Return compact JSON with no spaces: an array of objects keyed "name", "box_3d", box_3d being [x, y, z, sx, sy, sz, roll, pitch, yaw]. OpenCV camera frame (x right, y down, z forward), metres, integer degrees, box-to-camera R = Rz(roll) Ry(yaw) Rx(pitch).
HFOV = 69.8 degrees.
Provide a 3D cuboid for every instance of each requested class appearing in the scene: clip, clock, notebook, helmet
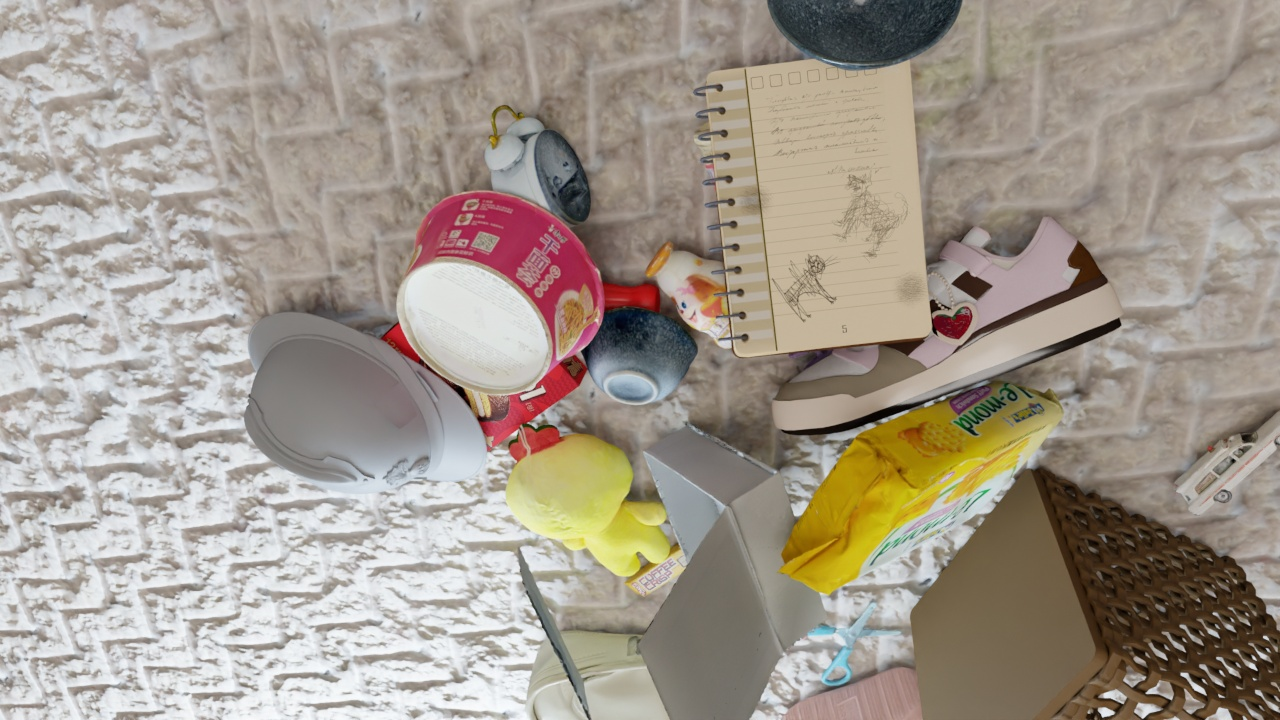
[{"name":"clip","box_3d":[0.163,-0.008,0.837,0.051,0.013,0.032,-32,108,21]},{"name":"clock","box_3d":[-0.089,-0.159,0.770,0.057,0.083,0.118,-16,114,25]},{"name":"notebook","box_3d":[0.134,-0.120,0.715,0.167,0.024,0.225,-6,92,3]},{"name":"helmet","box_3d":[-0.294,0.071,0.887,0.271,0.117,0.184,26,132,4]}]

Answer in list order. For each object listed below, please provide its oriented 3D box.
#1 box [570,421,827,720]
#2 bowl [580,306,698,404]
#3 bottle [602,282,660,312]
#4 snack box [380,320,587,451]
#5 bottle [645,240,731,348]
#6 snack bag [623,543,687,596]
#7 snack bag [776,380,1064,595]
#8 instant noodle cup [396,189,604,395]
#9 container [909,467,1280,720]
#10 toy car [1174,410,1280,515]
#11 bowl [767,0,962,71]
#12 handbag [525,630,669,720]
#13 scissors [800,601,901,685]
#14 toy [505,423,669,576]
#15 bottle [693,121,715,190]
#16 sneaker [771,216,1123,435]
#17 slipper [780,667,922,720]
[{"name":"box","box_3d":[0.052,0.203,0.781,0.165,0.329,0.167,-9,115,29]},{"name":"bowl","box_3d":[-0.005,0.005,0.830,0.110,0.055,0.110,7,143,5]},{"name":"bottle","box_3d":[-0.043,-0.053,0.840,0.119,0.036,0.036,3,117,10]},{"name":"snack box","box_3d":[-0.153,-0.004,0.888,0.133,0.035,0.152,-35,106,25]},{"name":"bottle","box_3d":[0.057,-0.059,0.802,0.109,0.063,0.063,35,118,-8]},{"name":"snack bag","box_3d":[0.024,0.222,0.979,0.099,0.020,0.026,-39,103,25]},{"name":"snack bag","box_3d":[0.231,0.098,0.763,0.068,0.246,0.160,53,140,28]},{"name":"instant noodle cup","box_3d":[-0.126,-0.046,0.771,0.179,0.077,0.179,12,132,13]},{"name":"container","box_3d":[0.396,0.279,0.801,0.214,0.251,0.220,25,119,-2]},{"name":"toy car","box_3d":[0.517,0.085,0.802,0.039,0.039,0.113,38,119,15]},{"name":"bowl","box_3d":[0.160,-0.253,0.674,0.137,0.136,0.057,6,158,8]},{"name":"handbag","box_3d":[-0.016,0.419,1.034,0.184,0.131,0.229,-20,114,14]},{"name":"scissors","box_3d":[0.214,0.309,0.990,0.135,0.015,0.130,-4,117,19]},{"name":"toy","box_3d":[-0.053,0.147,0.920,0.134,0.092,0.207,-31,126,22]},{"name":"bottle","box_3d":[0.081,-0.147,0.764,0.044,0.044,0.109,-17,111,19]},{"name":"sneaker","box_3d":[0.233,-0.030,0.772,0.294,0.111,0.116,-23,89,22]},{"name":"slipper","box_3d":[0.239,0.407,0.996,0.198,0.093,0.081,-35,116,24]}]
